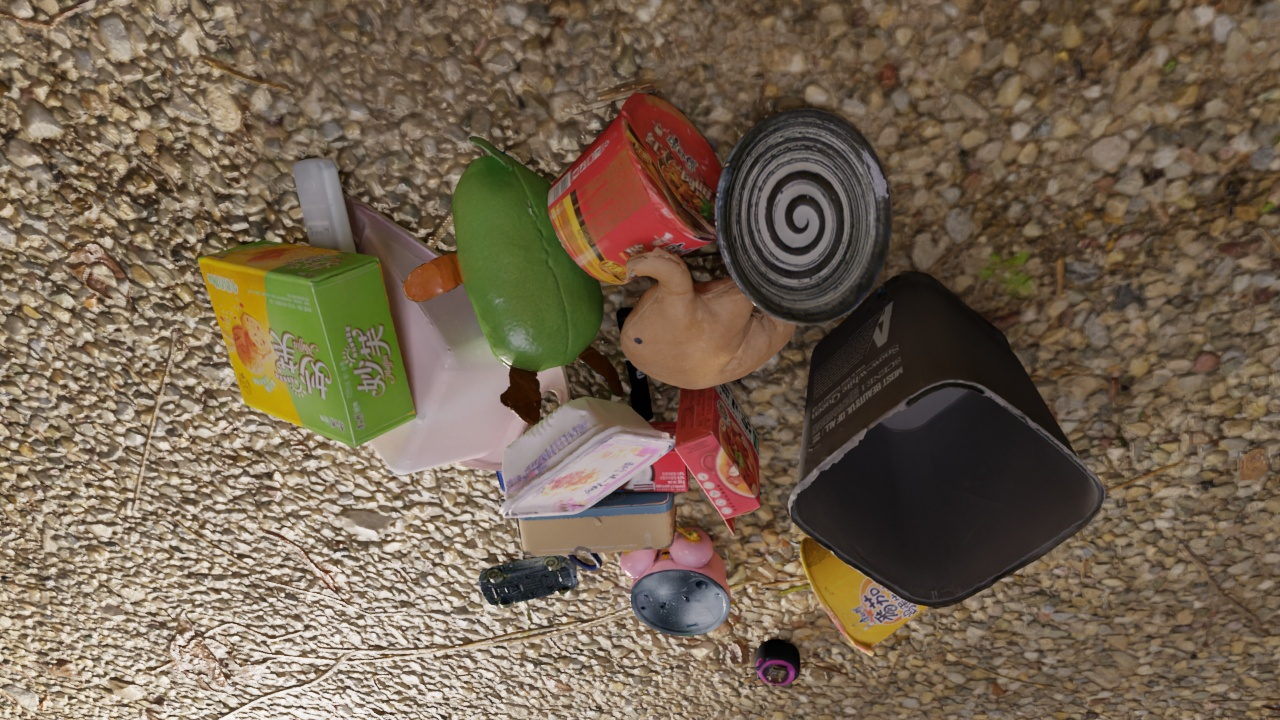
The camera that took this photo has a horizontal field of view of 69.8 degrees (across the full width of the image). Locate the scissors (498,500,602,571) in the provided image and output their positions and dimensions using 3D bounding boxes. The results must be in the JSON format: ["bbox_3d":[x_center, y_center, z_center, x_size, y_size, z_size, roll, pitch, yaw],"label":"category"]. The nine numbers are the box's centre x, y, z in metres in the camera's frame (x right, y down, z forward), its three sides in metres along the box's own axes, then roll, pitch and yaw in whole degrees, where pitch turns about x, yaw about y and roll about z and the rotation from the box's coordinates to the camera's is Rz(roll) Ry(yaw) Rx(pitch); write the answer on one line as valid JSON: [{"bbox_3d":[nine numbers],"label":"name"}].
[{"bbox_3d":[-0.077,0.185,1.067,0.176,0.012,0.162,-2,123,11],"label":"scissors"}]

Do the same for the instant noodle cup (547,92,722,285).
[{"bbox_3d":[-0.004,-0.136,0.768,0.109,0.137,0.138,-30,116,34],"label":"instant noodle cup"}]

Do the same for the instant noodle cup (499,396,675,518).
[{"bbox_3d":[-0.055,0.087,0.864,0.138,0.173,0.060,-37,73,14],"label":"instant noodle cup"}]

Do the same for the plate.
[{"bbox_3d":[0.134,-0.119,0.765,0.179,0.024,0.179,-2,95,-27],"label":"plate"}]

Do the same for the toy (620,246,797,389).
[{"bbox_3d":[0.045,-0.032,0.800,0.144,0.082,0.225,-40,151,23],"label":"toy"}]

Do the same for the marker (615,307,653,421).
[{"bbox_3d":[-0.006,0.005,0.929,0.022,0.020,0.132,16,132,33],"label":"marker"}]

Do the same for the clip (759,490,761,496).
[{"bbox_3d":[0.108,0.139,1.009,0.055,0.013,0.038,25,125,-10],"label":"clip"}]

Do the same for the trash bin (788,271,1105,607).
[{"bbox_3d":[0.248,0.055,0.807,0.198,0.219,0.200,35,122,-17],"label":"trash bin"}]

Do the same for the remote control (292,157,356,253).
[{"bbox_3d":[-0.287,-0.118,0.847,0.056,0.020,0.136,5,110,42],"label":"remote control"}]

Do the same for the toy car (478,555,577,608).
[{"bbox_3d":[-0.137,0.265,1.117,0.120,0.036,0.054,-11,122,3],"label":"toy car"}]

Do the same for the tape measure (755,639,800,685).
[{"bbox_3d":[0.172,0.381,1.153,0.057,0.039,0.058,7,125,3],"label":"tape measure"}]

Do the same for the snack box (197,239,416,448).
[{"bbox_3d":[-0.309,-0.022,0.845,0.210,0.069,0.158,12,120,40],"label":"snack box"}]

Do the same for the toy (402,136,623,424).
[{"bbox_3d":[-0.096,-0.070,0.797,0.090,0.226,0.246,-23,82,48],"label":"toy"}]

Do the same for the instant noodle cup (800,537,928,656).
[{"bbox_3d":[0.255,0.225,0.984,0.110,0.137,0.138,-36,114,18],"label":"instant noodle cup"}]

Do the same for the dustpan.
[{"bbox_3d":[-0.206,-0.004,0.917,0.273,0.138,0.223,51,129,22],"label":"dustpan"}]

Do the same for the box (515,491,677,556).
[{"bbox_3d":[-0.039,0.163,0.992,0.184,0.089,0.059,-7,110,6],"label":"box"}]

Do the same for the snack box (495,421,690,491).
[{"bbox_3d":[-0.050,0.102,0.979,0.207,0.058,0.057,-1,122,9],"label":"snack box"}]

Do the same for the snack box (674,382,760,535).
[{"bbox_3d":[0.084,0.089,0.917,0.044,0.113,0.127,-23,119,20],"label":"snack box"}]

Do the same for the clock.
[{"bbox_3d":[0.041,0.249,1.067,0.117,0.059,0.158,-15,123,18],"label":"clock"}]
